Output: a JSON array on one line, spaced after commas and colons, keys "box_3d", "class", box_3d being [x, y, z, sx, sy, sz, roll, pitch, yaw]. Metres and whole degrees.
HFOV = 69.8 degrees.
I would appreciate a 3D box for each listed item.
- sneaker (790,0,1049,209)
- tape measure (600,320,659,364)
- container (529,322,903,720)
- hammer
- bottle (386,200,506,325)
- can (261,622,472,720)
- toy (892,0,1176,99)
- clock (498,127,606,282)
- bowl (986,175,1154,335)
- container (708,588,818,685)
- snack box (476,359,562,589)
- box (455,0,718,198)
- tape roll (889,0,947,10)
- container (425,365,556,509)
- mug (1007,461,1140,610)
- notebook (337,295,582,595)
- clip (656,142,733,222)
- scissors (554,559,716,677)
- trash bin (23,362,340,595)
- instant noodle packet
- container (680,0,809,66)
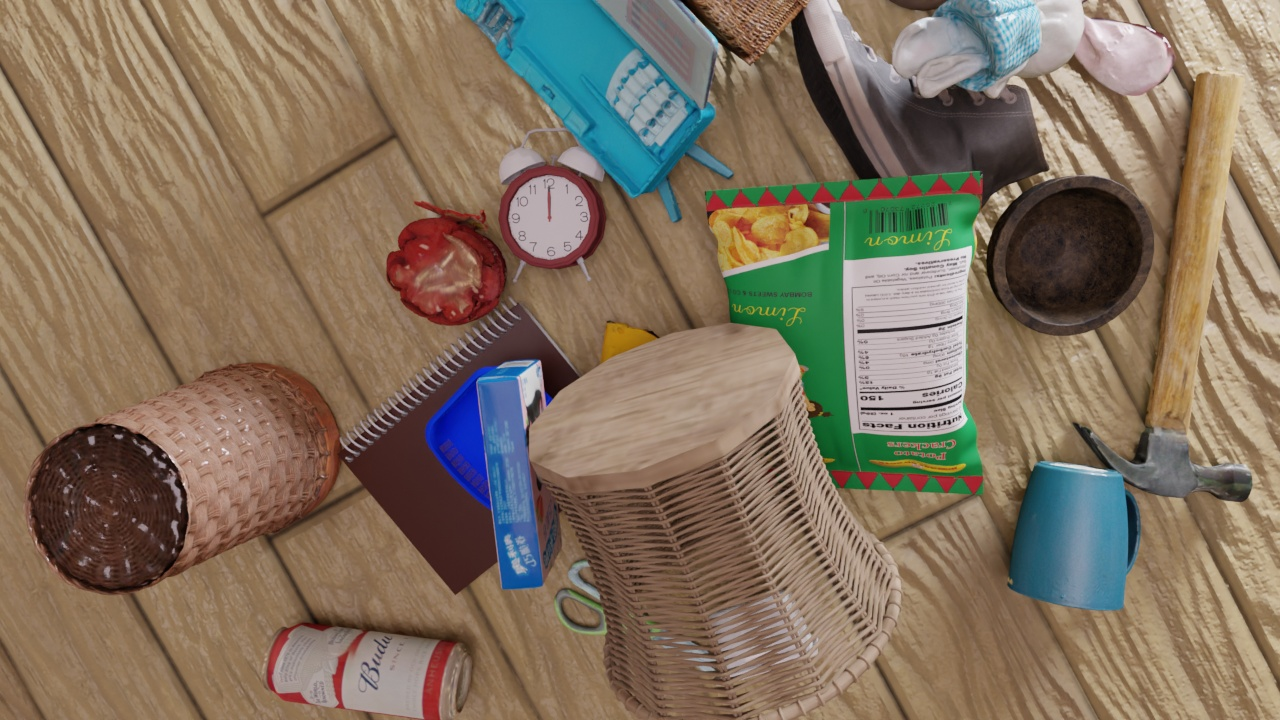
[{"box_3d": [0.205, -0.208, 0.699, 0.120, 0.095, 0.234, -33, 89, 5], "class": "sneaker"}, {"box_3d": [-0.005, 0.005, 0.769, 0.059, 0.030, 0.068, 10, 97, 7], "class": "tape measure"}, {"box_3d": [0.046, 0.105, 0.643, 0.227, 0.226, 0.196, -20, 112, 7], "class": "container"}, {"box_3d": [0.429, -0.057, 0.722, 0.132, 0.033, 0.330, 6, 95, 6], "class": "hammer"}, {"box_3d": [-0.152, -0.079, 0.735, 0.099, 0.111, 0.099, 1, 96, 6], "class": "bottle"}, {"box_3d": [-0.236, 0.270, 0.798, 0.170, 0.067, 0.067, 6, 96, 5], "class": "can"}, {"box_3d": [0.252, -0.221, 0.628, 0.205, 0.106, 0.131, -24, 107, -17], "class": "toy"}, {"box_3d": [-0.073, -0.128, 0.756, 0.087, 0.044, 0.124, 0, 96, 6], "class": "clock"}, {"box_3d": [0.323, -0.085, 0.713, 0.121, 0.056, 0.121, 0, 106, -2], "class": "bowl"}, {"box_3d": [0.096, 0.218, 0.738, 0.081, 0.129, 0.049, -20, 75, 7], "class": "container"}, {"box_3d": [-0.088, 0.081, 0.676, 0.033, 0.088, 0.154, -5, 98, 5], "class": "snack box"}, {"box_3d": [-0.034, -0.257, 0.686, 0.073, 0.181, 0.227, -36, 80, -34], "class": "box"}, {"box_3d": [0.225, -0.325, 0.715, 0.094, 0.030, 0.094, 1, 95, 5], "class": "tape roll"}, {"box_3d": [-0.106, 0.064, 0.750, 0.114, 0.058, 0.096, 44, 98, -3], "class": "container"}, {"box_3d": [0.353, 0.136, 0.729, 0.112, 0.084, 0.104, 5, 90, -23], "class": "mug"}, {"box_3d": [-0.135, 0.074, 0.794, 0.209, 0.022, 0.171, -39, 92, 8], "class": "notebook"}, {"box_3d": [0.027, -0.188, 0.751, 0.127, 0.028, 0.113, 42, 96, 0], "class": "clip"}, {"box_3d": [0.006, 0.238, 0.800, 0.175, 0.033, 0.072, 31, 94, 5], "class": "scissors"}, {"box_3d": [-0.348, 0.084, 0.720, 0.151, 0.210, 0.151, 0, 95, 5], "class": "trash bin"}, {"box_3d": [0.157, -0.012, 0.703, 0.196, 0.090, 0.253, 0, 113, 21], "class": "instant noodle packet"}, {"box_3d": [0.039, -0.320, 0.657, 0.113, 0.113, 0.198, -50, 58, 11], "class": "container"}]
